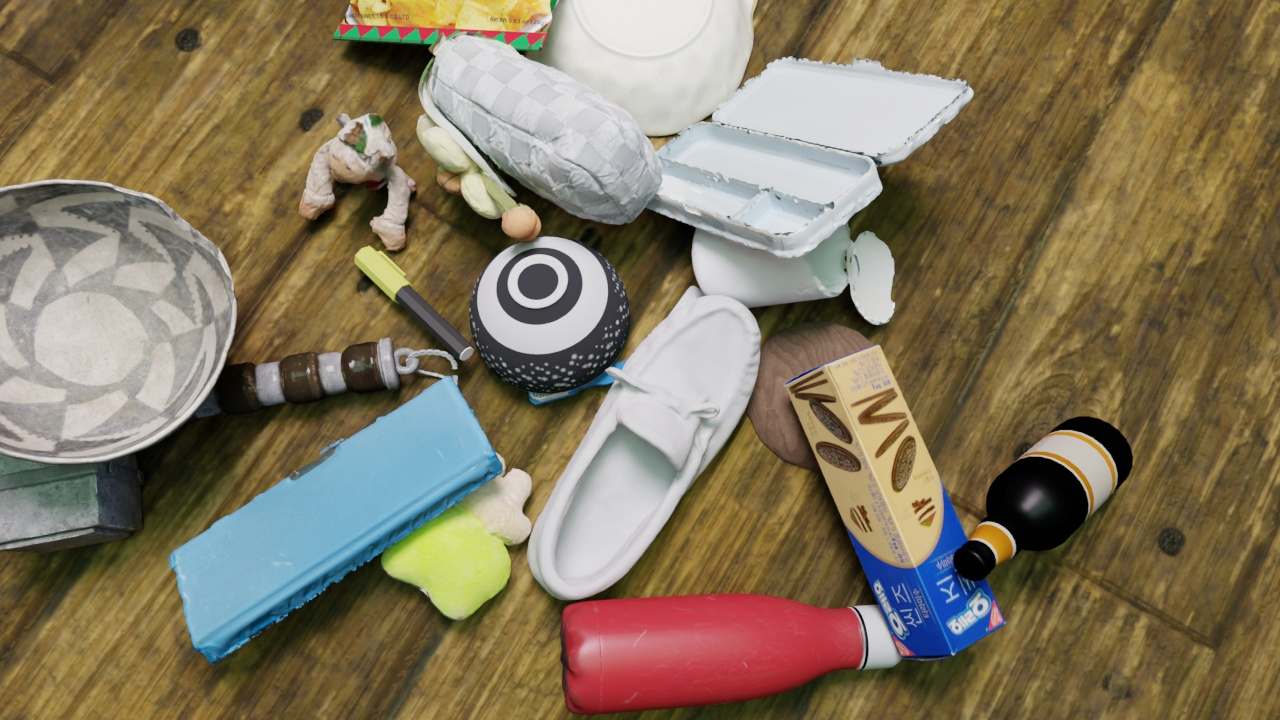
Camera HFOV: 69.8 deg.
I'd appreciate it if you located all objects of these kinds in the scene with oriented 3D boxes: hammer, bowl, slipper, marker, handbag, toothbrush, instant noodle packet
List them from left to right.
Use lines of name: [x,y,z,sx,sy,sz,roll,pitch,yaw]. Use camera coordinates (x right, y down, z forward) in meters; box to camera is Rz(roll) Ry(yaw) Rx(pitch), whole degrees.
bowl: [-0.353,-0.019,0.583,0.178,0.081,0.178,5,75,-20]
hammer: [-0.298,0.021,0.664,0.326,0.080,0.176,-10,78,-9]
marker: [-0.169,-0.044,0.692,0.124,0.018,0.021,41,45,19]
instant noodle packet: [-0.120,-0.354,0.722,0.196,0.090,0.252,12,74,24]
handbag: [-0.077,-0.148,0.660,0.171,0.112,0.123,31,85,23]
bowl: [-0.069,-0.043,0.670,0.120,0.066,0.120,-2,67,4]
toothbrush: [-0.004,0.004,0.688,0.166,0.014,0.016,-15,70,2]
bowl: [0.001,-0.279,0.739,0.219,0.060,0.188,-35,81,-8]
slipper: [0.003,0.059,0.648,0.112,0.075,0.246,37,83,-20]
bowl: [0.139,0.023,0.692,0.118,0.030,0.117,0,78,-1]

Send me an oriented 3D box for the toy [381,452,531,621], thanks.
toy: [-0.125,0.121,0.658,0.092,0.046,0.115,33,72,4]

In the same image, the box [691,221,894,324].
box: [0.119,-0.069,0.701,0.106,0.150,0.080,-4,70,40]

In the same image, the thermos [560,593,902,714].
thermos: [0.066,0.197,0.632,0.239,0.073,0.073,-1,78,-10]

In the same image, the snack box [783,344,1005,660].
snack box: [0.171,0.096,0.625,0.056,0.057,0.206,-18,80,-30]

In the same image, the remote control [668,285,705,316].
remote control: [0.016,0.002,0.702,0.033,0.012,0.130,34,79,14]

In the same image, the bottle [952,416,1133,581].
bottle: [0.270,0.097,0.625,0.181,0.059,0.059,-25,78,-37]

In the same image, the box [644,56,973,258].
box: [0.105,-0.157,0.666,0.188,0.037,0.209,-39,38,-17]

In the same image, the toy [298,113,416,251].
toy: [-0.203,-0.141,0.684,0.085,0.106,0.074,29,58,-3]

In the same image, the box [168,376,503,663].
box: [-0.207,0.110,0.640,0.231,0.052,0.093,-34,52,-7]
